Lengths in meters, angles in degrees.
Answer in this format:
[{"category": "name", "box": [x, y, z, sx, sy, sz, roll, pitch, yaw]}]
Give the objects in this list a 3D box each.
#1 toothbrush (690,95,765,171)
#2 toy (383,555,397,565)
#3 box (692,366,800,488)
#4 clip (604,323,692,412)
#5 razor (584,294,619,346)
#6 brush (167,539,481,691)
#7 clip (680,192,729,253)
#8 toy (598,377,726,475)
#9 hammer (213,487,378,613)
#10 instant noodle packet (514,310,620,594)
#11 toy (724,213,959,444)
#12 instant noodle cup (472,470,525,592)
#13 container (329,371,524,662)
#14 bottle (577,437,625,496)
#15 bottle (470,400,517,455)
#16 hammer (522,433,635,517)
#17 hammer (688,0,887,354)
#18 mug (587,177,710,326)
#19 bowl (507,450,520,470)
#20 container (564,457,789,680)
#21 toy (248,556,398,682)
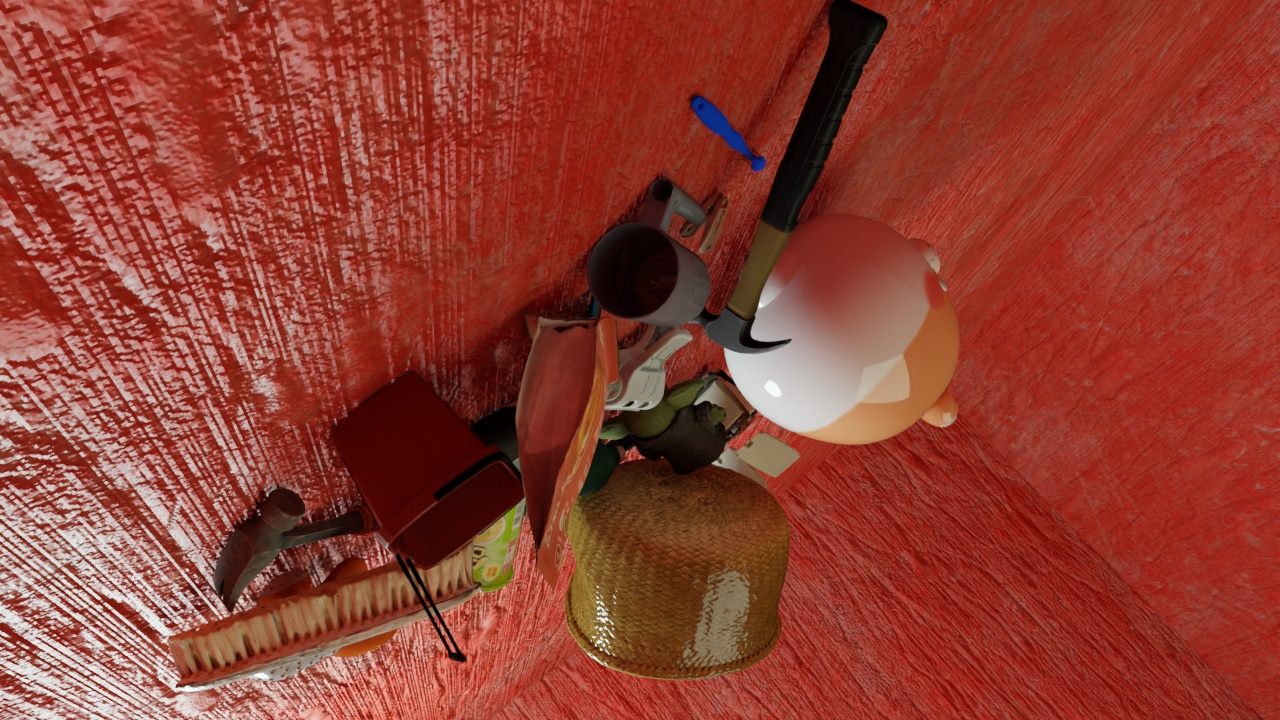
[{"category": "toothbrush", "box": [0.076, -0.194, 0.787, 0.016, 0.018, 0.182, -45, 159, 13]}, {"category": "toy", "box": [-0.262, 0.231, 1.059, 0.079, 0.038, 0.122, -36, 166, 27]}, {"category": "box", "box": [0.126, 0.115, 1.340, 0.144, 0.184, 0.050, -48, 168, 33]}, {"category": "clip", "box": [0.001, 0.018, 1.031, 0.152, 0.096, 0.126, -35, 167, 14]}, {"category": "razor", "box": [-0.041, -0.032, 0.918, 0.144, 0.022, 0.042, 63, 37, -76]}, {"category": "brush", "box": [-0.276, 0.228, 0.824, 0.271, 0.056, 0.083, -15, 178, -16]}, {"category": "clip", "box": [0.068, -0.128, 0.879, 0.024, 0.041, 0.061, -19, 158, -52]}, {"category": "toy", "box": [0.041, 0.085, 1.191, 0.180, 0.078, 0.152, -28, 130, 29]}, {"category": "hammer", "box": [-0.266, 0.161, 0.890, 0.138, 0.035, 0.313, -47, 162, 19]}, {"category": "instant noodle packet", "box": [-0.068, 0.088, 0.821, 0.084, 0.220, 0.164, 4, 158, 1]}, {"category": "toy", "box": [0.240, -0.032, 1.059, 0.266, 0.280, 0.262, -51, -164, 17]}, {"category": "instant noodle cup", "box": [-0.161, 0.163, 0.934, 0.098, 0.099, 0.108, -10, 125, -58]}, {"category": "container", "box": [-0.155, 0.125, 0.756, 0.127, 0.201, 0.148, -37, 162, -11]}, {"category": "bottle", "box": [-0.073, 0.130, 1.138, 0.131, 0.061, 0.061, -12, 145, -42]}, {"category": "bottle", "box": [-0.156, 0.082, 0.906, 0.184, 0.045, 0.045, -28, 158, -35]}, {"category": "hammer", "box": [-0.070, 0.141, 1.251, 0.317, 0.032, 0.130, -29, 158, -34]}, {"category": "hammer", "box": [0.131, -0.146, 0.816, 0.025, 0.118, 0.334, -26, 144, -48]}, {"category": "mug", "box": [0.018, -0.092, 0.821, 0.104, 0.084, 0.124, 10, 100, -68]}, {"category": "bowl", "box": [-0.138, 0.107, 1.014, 0.106, 0.039, 0.106, -36, 162, -14]}, {"category": "container", "box": [0.051, 0.256, 1.210, 0.306, 0.307, 0.197, -15, 117, -54]}, {"category": "toy", "box": [-0.322, 0.262, 0.943, 0.172, 0.093, 0.164, 0, 135, -46]}]
